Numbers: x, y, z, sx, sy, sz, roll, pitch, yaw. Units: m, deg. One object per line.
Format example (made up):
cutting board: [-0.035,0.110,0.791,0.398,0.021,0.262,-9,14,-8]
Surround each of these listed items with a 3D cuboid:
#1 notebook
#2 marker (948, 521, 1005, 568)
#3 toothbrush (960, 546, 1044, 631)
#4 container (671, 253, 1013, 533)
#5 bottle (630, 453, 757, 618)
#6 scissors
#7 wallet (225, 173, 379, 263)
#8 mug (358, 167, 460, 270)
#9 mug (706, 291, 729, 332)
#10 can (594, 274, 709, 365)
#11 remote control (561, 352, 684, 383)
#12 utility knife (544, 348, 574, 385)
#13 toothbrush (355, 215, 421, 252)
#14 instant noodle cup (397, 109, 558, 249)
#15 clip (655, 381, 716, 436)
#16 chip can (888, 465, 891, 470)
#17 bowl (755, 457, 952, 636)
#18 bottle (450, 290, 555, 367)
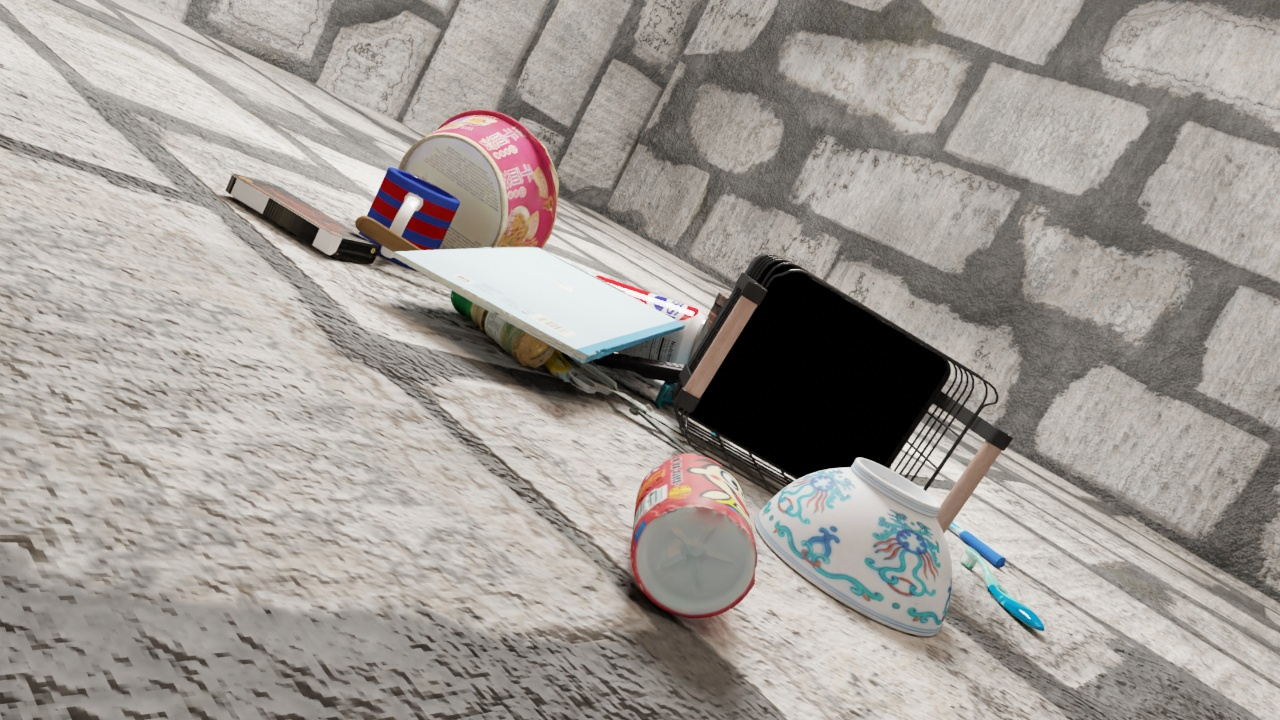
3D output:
notebook: [-0.074,-0.058,0.807,0.181,0.009,0.253,28,16,15]
marker: [0.336,0.178,0.979,0.013,0.013,0.142,22,11,-28]
toothbrush: [0.313,0.200,0.801,0.022,0.017,0.135,26,12,-13]
container: [0.153,0.033,0.754,0.241,0.163,0.130,30,10,-8]
bottle: [0.027,0.082,0.491,0.062,0.062,0.137,27,11,-3]
scissors: [-0.013,0.030,0.768,0.141,0.014,0.162,28,11,-36]
wallet: [-0.294,-0.123,0.801,0.123,0.019,0.072,30,9,16]
mug: [-0.224,-0.133,0.878,0.075,0.076,0.112,26,10,-11]
mug: [0.093,-0.017,1.044,0.080,0.107,0.116,23,11,-24]
can: [-0.001,-0.037,0.949,0.132,0.070,0.070,20,8,10]
remote control: [-0.005,0.005,0.852,0.136,0.015,0.032,10,8,-10]
utility knife: [-0.082,-0.009,0.811,0.030,0.017,0.164,13,19,-27]
toothbrush: [-0.188,-0.085,0.845,0.166,0.016,0.016,33,-1,-33]
instant noodle cup: [-0.185,-0.174,0.978,0.179,0.179,0.077,30,27,13]
clip: [0.035,0.032,0.889,0.121,0.031,0.130,20,12,-18]
chip can: [0.194,0.081,0.981,0.051,0.052,0.214,24,10,-19]
bowl: [0.161,0.116,0.638,0.144,0.074,0.144,27,10,-5]
bottle: [-0.115,-0.035,0.773,0.111,0.043,0.043,37,13,38]
